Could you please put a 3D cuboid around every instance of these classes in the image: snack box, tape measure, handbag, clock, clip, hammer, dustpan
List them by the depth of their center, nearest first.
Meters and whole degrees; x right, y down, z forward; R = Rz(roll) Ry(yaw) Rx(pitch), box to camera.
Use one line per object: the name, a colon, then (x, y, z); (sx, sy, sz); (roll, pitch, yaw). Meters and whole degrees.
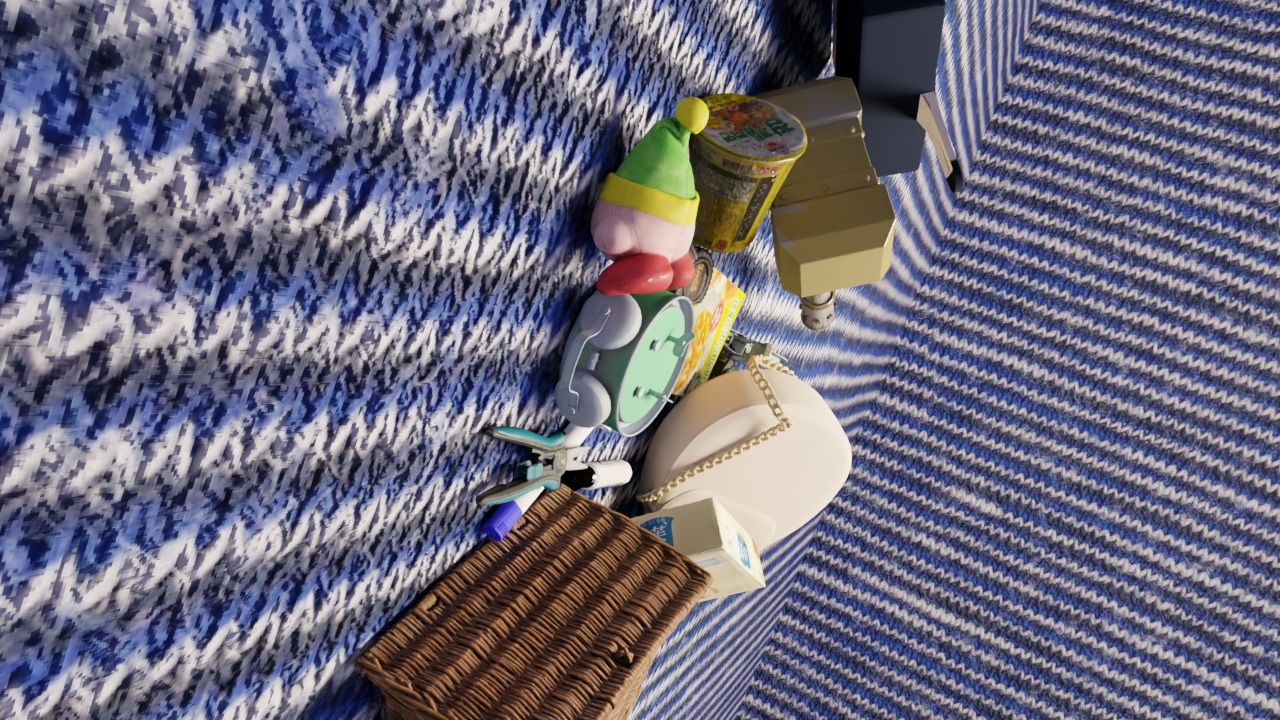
clock: (-0.014, -0.002, 0.727); (0.161, 0.075, 0.122); (-9, 121, -66)
tape measure: (0.037, -0.077, 0.832); (0.062, 0.038, 0.067); (12, 98, -61)
dustpan: (0.241, -0.271, 0.871); (0.236, 0.080, 0.272); (66, 19, -64)
snack box: (0.032, 0.207, 0.939); (0.207, 0.153, 0.055); (51, 25, -61)
snack box: (0.055, -0.027, 0.945); (0.132, 0.027, 0.168); (-66, 160, 2)
hammer: (0.185, -0.114, 0.958); (0.325, 0.101, 0.190); (66, 13, -64)
handbag: (0.119, 0.116, 0.996); (0.210, 0.103, 0.209); (26, 115, -31)
tape measure: (0.086, 0.031, 1.071); (0.071, 0.042, 0.072); (-56, 154, -27)
clip: (0.120, -0.015, 1.104); (0.028, 0.108, 0.163); (-66, 164, -3)

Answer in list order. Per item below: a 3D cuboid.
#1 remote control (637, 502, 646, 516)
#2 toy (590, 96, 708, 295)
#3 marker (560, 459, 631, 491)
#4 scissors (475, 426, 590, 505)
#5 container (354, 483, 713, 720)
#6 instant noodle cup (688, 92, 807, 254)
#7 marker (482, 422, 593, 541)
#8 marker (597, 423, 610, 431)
remote control: (0.011, 0.166, 1.070); (0.033, 0.013, 0.137); (-34, 143, -56)
toy: (0.017, -0.116, 0.668); (0.124, 0.097, 0.131); (-12, 97, -56)
marker: (-0.041, 0.107, 0.857); (0.025, 0.025, 0.125); (-68, 160, 4)
scissors: (-0.083, 0.079, 0.705); (0.148, 0.019, 0.122); (-50, 141, -42)
container: (-0.084, 0.254, 0.726); (0.249, 0.162, 0.184); (-38, 150, -51)
instant noodle cup: (0.078, -0.155, 0.776); (0.102, 0.102, 0.108); (-47, 161, -43)
marker: (-0.079, 0.090, 0.749); (0.141, 0.020, 0.020); (-50, 155, -37)
marker: (-0.005, 0.005, 0.846); (0.133, 0.017, 0.020); (-61, -164, -14)
